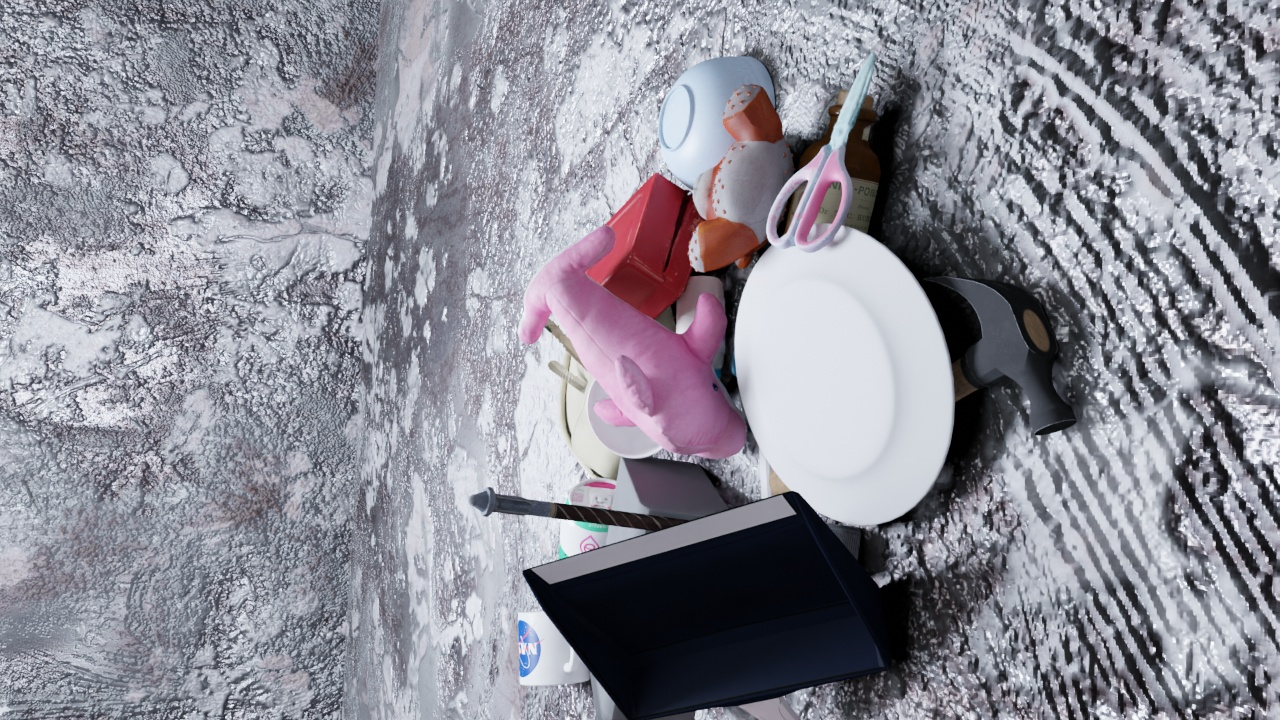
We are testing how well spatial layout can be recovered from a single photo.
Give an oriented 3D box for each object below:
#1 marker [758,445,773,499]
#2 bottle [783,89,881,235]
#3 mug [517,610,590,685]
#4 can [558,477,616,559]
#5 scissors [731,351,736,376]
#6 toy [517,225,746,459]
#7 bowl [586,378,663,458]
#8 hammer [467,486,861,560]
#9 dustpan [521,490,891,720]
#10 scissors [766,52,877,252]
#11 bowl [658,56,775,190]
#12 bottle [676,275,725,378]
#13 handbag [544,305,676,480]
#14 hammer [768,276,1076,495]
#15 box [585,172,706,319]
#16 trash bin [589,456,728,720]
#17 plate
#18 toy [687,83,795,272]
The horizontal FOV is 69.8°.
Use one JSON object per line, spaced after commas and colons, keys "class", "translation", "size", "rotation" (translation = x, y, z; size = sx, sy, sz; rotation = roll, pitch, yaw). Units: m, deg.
{"class": "marker", "translation": [0.122, 0.092, 0.864], "size": [0.019, 0.019, 0.145], "rotation": [-21, 68, 60]}
{"class": "bottle", "translation": [0.162, -0.143, 0.763], "size": [0.068, 0.067, 0.157], "rotation": [33, 116, 59]}
{"class": "mug", "translation": [-0.107, 0.371, 1.192], "size": [0.122, 0.091, 0.090], "rotation": [-26, 64, 58]}
{"class": "can", "translation": [-0.051, 0.225, 1.075], "size": [0.088, 0.088, 0.166], "rotation": [-126, 35, -51]}
{"class": "scissors", "translation": [0.111, 0.004, 0.882], "size": [0.126, 0.015, 0.136], "rotation": [-26, 47, 66]}
{"class": "toy", "translation": [-0.005, 0.005, 0.871], "size": [0.187, 0.265, 0.127], "rotation": [-46, 1, 26]}
{"class": "bowl", "translation": [-0.001, 0.049, 0.979], "size": [0.054, 0.105, 0.105], "rotation": [-18, -64, -74]}
{"class": "hammer", "translation": [0.019, 0.130, 0.727], "size": [0.099, 0.321, 0.044], "rotation": [-3, 77, 63]}
{"class": "dustpan", "translation": [0.075, 0.232, 0.737], "size": [0.237, 0.273, 0.080], "rotation": [-21, 45, 23]}
{"class": "scissors", "translation": [0.149, -0.165, 0.718], "size": [0.077, 0.017, 0.174], "rotation": [17, 84, 50]}
{"class": "bowl", "translation": [0.066, -0.245, 0.952], "size": [0.151, 0.074, 0.150], "rotation": [-16, 72, 61]}
{"class": "bottle", "translation": [0.063, -0.013, 0.956], "size": [0.051, 0.051, 0.146], "rotation": [-11, 77, 62]}
{"class": "handbag", "translation": [-0.042, 0.028, 1.084], "size": [0.184, 0.131, 0.230], "rotation": [55, 136, 40]}
{"class": "hammer", "translation": [0.192, 0.044, 0.721], "size": [0.306, 0.040, 0.132], "rotation": [-46, 51, 52]}
{"class": "box", "translation": [0.006, -0.105, 0.979], "size": [0.130, 0.086, 0.158], "rotation": [-39, 25, 42]}
{"class": "trash bin", "translation": [0.014, 0.228, 0.924], "size": [0.192, 0.097, 0.220], "rotation": [-126, 45, -77]}
{"class": "plate", "translation": [0.146, 0.014, 0.730], "size": [0.243, 0.016, 0.243], "rotation": [26, 122, 53]}
{"class": "toy", "translation": [0.090, -0.154, 0.831], "size": [0.172, 0.093, 0.164], "rotation": [-12, -67, -81]}
